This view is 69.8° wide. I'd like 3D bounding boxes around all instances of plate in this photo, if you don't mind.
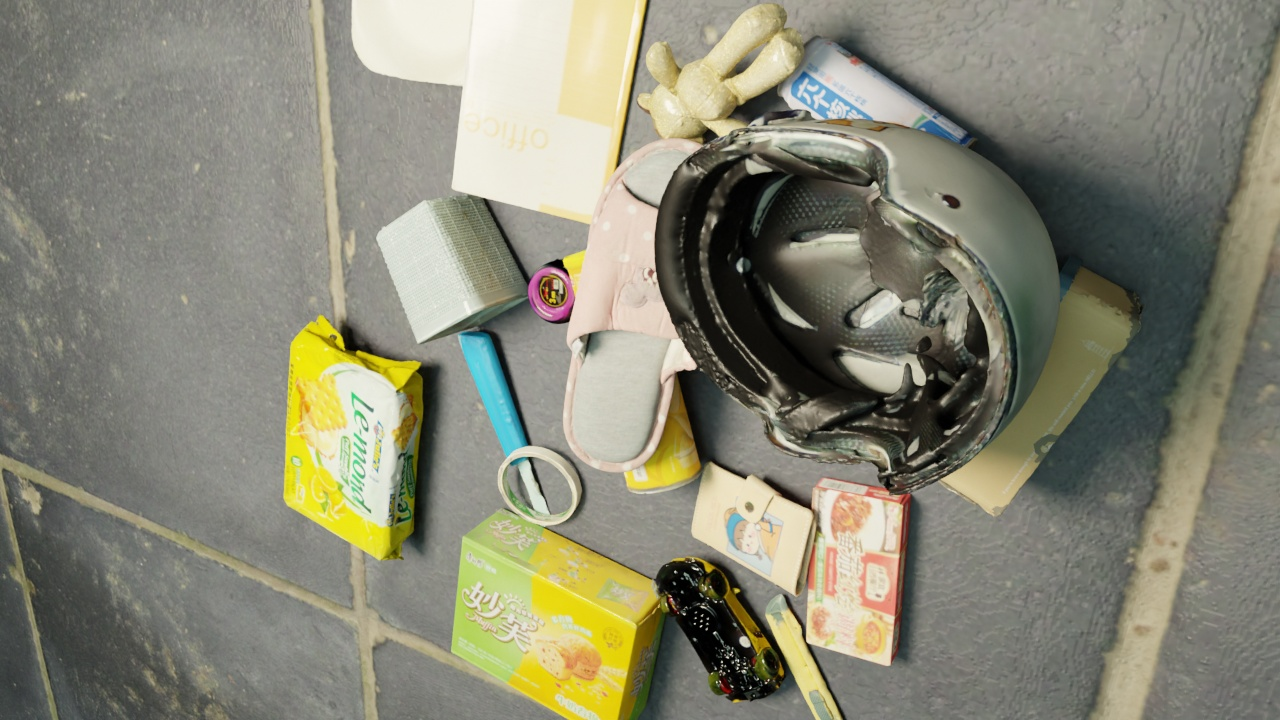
[{"bbox_3d":[-0.183,-0.328,0.799,0.164,0.034,0.164,16,114,24],"label":"plate"}]

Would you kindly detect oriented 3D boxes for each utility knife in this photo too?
[{"bbox_3d":[-0.131,0.072,0.919,0.034,0.018,0.218,-11,105,28],"label":"utility knife"},{"bbox_3d":[0.166,0.310,0.836,0.031,0.022,0.216,-24,98,40],"label":"utility knife"}]

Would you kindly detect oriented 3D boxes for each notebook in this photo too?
[{"bbox_3d":[-0.080,-0.226,0.768,0.146,0.010,0.207,16,115,7],"label":"notebook"}]

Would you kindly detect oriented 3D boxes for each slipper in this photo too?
[{"bbox_3d":[-0.001,-0.035,0.714,0.114,0.054,0.275,17,107,3],"label":"slipper"}]

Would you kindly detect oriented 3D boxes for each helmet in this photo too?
[{"bbox_3d":[0.148,-0.054,0.590,0.274,0.156,0.230,24,131,53],"label":"helmet"}]

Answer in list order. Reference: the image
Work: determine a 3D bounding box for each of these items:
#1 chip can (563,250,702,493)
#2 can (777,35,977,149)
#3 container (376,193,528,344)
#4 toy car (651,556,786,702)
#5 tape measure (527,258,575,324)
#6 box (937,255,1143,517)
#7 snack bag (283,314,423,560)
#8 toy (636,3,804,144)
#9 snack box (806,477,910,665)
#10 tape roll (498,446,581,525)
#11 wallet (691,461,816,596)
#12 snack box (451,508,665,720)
[{"bbox_3d":[-0.005,0.005,0.790,0.072,0.071,0.213,-8,102,32],"label":"chip can"},{"bbox_3d":[0.163,-0.170,0.642,0.134,0.053,0.053,39,122,13],"label":"can"},{"bbox_3d":[-0.174,-0.088,0.849,0.090,0.089,0.111,-24,90,34],"label":"container"},{"bbox_3d":[0.074,0.246,0.847,0.071,0.041,0.156,-35,90,34],"label":"toy car"},{"bbox_3d":[-0.070,-0.063,0.824,0.058,0.039,0.057,-12,100,28],"label":"tape measure"},{"bbox_3d":[0.271,0.014,0.625,0.062,0.089,0.185,32,117,18],"label":"box"},{"bbox_3d":[-0.308,0.086,0.997,0.158,0.068,0.247,23,117,22],"label":"snack bag"},{"bbox_3d":[0.056,-0.203,0.662,0.105,0.066,0.158,34,158,-19],"label":"toy"},{"bbox_3d":[0.181,0.177,0.770,0.075,0.025,0.153,9,111,28],"label":"snack box"},{"bbox_3d":[-0.101,0.125,0.912,0.086,0.013,0.086,9,118,17],"label":"tape roll"},{"bbox_3d":[0.098,0.141,0.798,0.115,0.024,0.087,26,121,37],"label":"wallet"},{"bbox_3d":[-0.087,0.266,0.930,0.210,0.069,0.158,21,117,22],"label":"snack box"}]
